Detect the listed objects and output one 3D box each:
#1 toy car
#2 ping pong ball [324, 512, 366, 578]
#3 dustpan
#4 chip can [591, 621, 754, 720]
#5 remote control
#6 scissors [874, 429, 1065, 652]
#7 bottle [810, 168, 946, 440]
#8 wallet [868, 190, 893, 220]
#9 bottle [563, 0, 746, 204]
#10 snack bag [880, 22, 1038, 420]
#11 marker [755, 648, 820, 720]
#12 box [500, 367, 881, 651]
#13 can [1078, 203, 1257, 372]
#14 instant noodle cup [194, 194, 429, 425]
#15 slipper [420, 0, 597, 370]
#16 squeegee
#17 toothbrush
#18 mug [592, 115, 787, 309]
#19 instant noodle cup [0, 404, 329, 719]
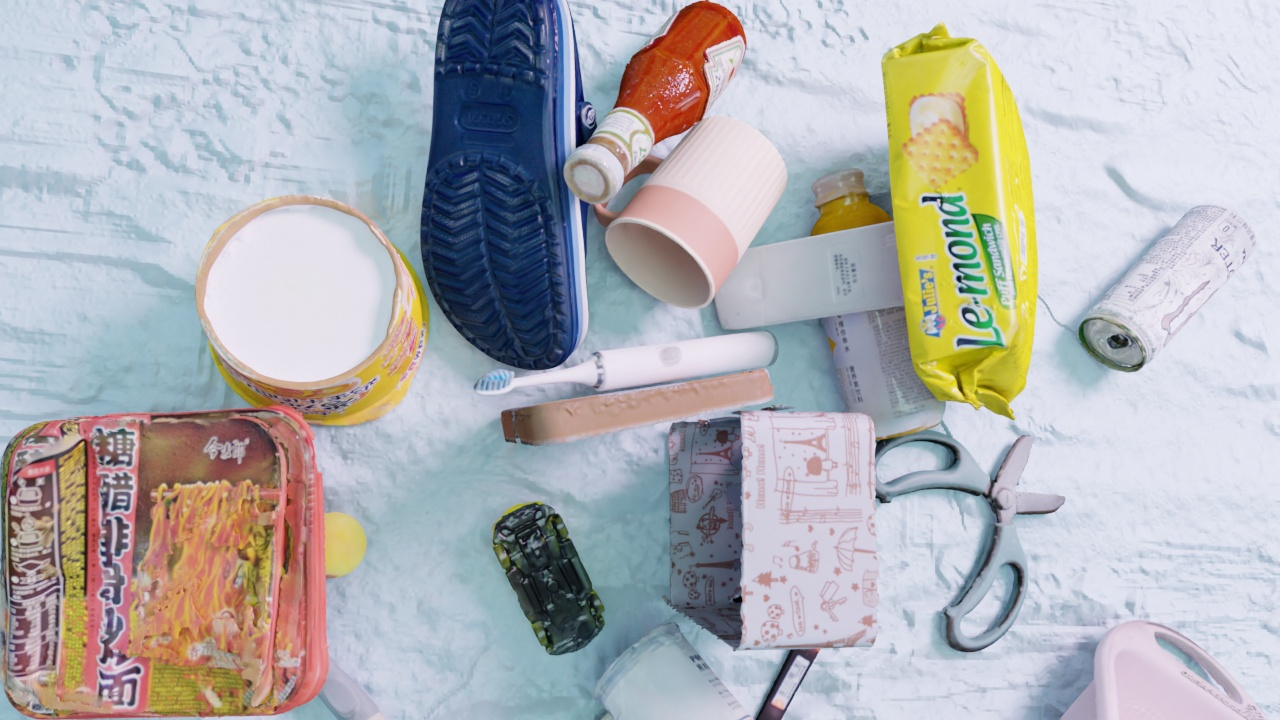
[{"bbox_3d":[-0.061,0.141,0.600,0.048,0.032,0.105,-27,102,-15],"label":"toy car"},{"bbox_3d":[-0.190,0.114,0.567,0.040,0.040,0.040,1,84,-13],"label":"ping pong ball"},{"bbox_3d":[0.382,0.302,0.598,0.222,0.273,0.139,34,102,-10],"label":"dustpan"},{"bbox_3d":[0.064,0.261,0.544,0.071,0.071,0.214,-38,63,-14],"label":"chip can"},{"bbox_3d":[0.114,-0.056,0.624,0.135,0.019,0.056,-8,87,28],"label":"remote control"},{"bbox_3d":[0.229,0.117,0.676,0.178,0.019,0.170,27,80,-8],"label":"scissors"},{"bbox_3d":[0.162,-0.040,0.650,0.068,0.068,0.189,-13,87,-14],"label":"bottle"},{"bbox_3d":[0.226,-0.092,0.698,0.120,0.019,0.097,-19,87,-13],"label":"wallet"},{"bbox_3d":[0.011,-0.168,0.591,0.060,0.060,0.205,38,48,-7],"label":"bottle"},{"bbox_3d":[0.219,-0.086,0.607,0.068,0.157,0.246,-7,81,30],"label":"snack bag"},{"bbox_3d":[0.110,0.210,0.641,0.018,0.015,0.123,31,81,-7],"label":"marker"},{"bbox_3d":[0.016,0.083,0.546,0.193,0.183,0.157,-1,84,-11],"label":"box"},{"bbox_3d":[0.410,-0.057,0.714,0.146,0.058,0.058,-41,94,-14],"label":"can"},{"bbox_3d":[-0.195,-0.032,0.547,0.138,0.110,0.138,2,84,-14],"label":"instant noodle cup"},{"bbox_3d":[-0.079,-0.122,0.595,0.105,0.095,0.253,4,104,23],"label":"slipper"},{"bbox_3d":[-0.163,0.225,0.563,0.246,0.039,0.246,-41,94,-14],"label":"squeegee"},{"bbox_3d":[-0.004,0.003,0.598,0.220,0.026,0.026,-7,56,-30],"label":"toothbrush"},{"bbox_3d":[0.027,-0.106,0.622,0.115,0.082,0.105,24,65,27],"label":"mug"},{"bbox_3d":[-0.256,0.110,0.517,0.189,0.079,0.164,-3,85,8],"label":"instant noodle cup"}]
